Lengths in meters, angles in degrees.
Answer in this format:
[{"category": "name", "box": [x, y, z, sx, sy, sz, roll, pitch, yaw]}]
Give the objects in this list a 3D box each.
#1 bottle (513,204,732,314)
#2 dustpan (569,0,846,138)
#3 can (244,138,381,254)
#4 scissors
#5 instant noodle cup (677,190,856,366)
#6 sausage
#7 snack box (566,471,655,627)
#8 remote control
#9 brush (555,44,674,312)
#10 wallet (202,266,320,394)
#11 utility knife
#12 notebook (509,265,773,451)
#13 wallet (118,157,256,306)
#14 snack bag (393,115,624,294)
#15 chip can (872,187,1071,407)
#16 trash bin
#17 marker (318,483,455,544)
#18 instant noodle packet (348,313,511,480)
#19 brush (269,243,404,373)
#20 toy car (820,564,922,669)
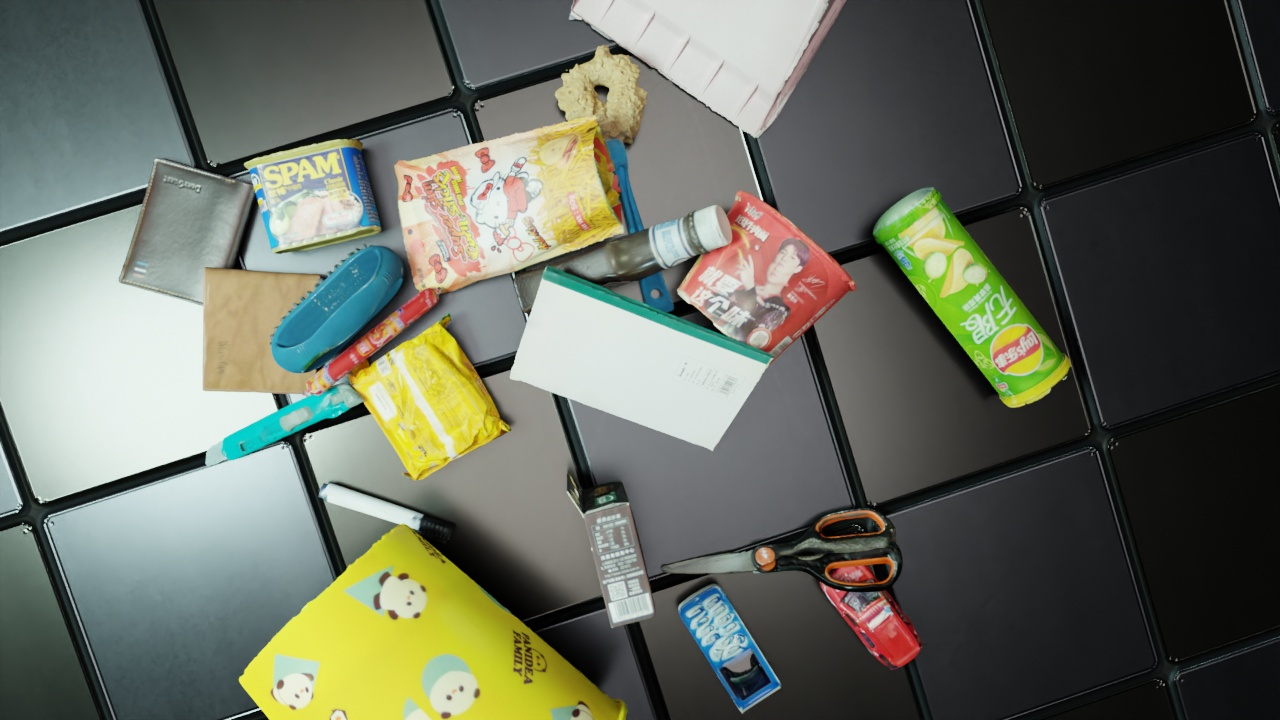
[{"category": "bottle", "box": [-0.014, -0.088, 0.810, 0.195, 0.079, 0.044, -18, 88, 24]}, {"category": "dustpan", "box": [0.104, -0.386, 0.872, 0.222, 0.138, 0.274, 36, 118, -6]}, {"category": "can", "box": [-0.294, -0.148, 0.834, 0.102, 0.057, 0.083, -14, 95, -2]}, {"category": "scissors", "box": [0.134, 0.200, 0.872, 0.234, 0.022, 0.124, -22, 55, -6]}, {"category": "instant noodle cup", "box": [0.107, -0.069, 0.828, 0.138, 0.138, 0.108, 40, 96, -4]}, {"category": "sausage", "box": [-0.243, -0.017, 0.833, 0.155, 0.020, 0.020, -40, 94, -11]}, {"category": "snack box", "box": [-0.028, 0.163, 0.834, 0.053, 0.113, 0.125, -13, 94, -4]}, {"category": "remote control", "box": [0.086, 0.278, 0.891, 0.049, 0.024, 0.125, -31, 93, -2]}, {"category": "brush", "box": [-0.014, -0.166, 0.863, 0.083, 0.046, 0.254, -17, 97, -7]}, {"category": "wallet", "box": [-0.349, -0.026, 0.845, 0.101, 0.020, 0.115, 2, 96, -15]}, {"category": "utility knife", "box": [-0.334, 0.061, 0.849, 0.171, 0.013, 0.029, -24, 86, 11]}, {"category": "notebook", "box": [-0.005, 0.005, 0.828, 0.209, 0.151, 0.012, 21, 48, -4]}, {"category": "wallet", "box": [-0.416, -0.117, 0.847, 0.096, 0.020, 0.122, 16, 89, -4]}, {"category": "snack bag", "box": [-0.123, -0.141, 0.830, 0.208, 0.073, 0.128, -12, 94, 15]}, {"category": "chip can", "box": [0.310, -0.061, 0.866, 0.072, 0.072, 0.221, -39, 94, -1]}, {"category": "trash bin", "box": [-0.180, 0.293, 0.785, 0.255, 0.229, 0.229, 45, 89, 2]}, {"category": "marker", "box": [-0.240, 0.145, 0.869, 0.130, 0.018, 0.023, 19, 100, -4]}, {"category": "instant noodle packet", "box": [-0.197, 0.035, 0.854, 0.111, 0.044, 0.128, -29, 91, 0]}, {"category": "brush", "box": [-0.268, -0.045, 0.820, 0.143, 0.073, 0.055, -46, 122, -11]}, {"category": "toy car", "box": [0.225, 0.244, 0.889, 0.053, 0.045, 0.120, -40, 92, -3]}]
